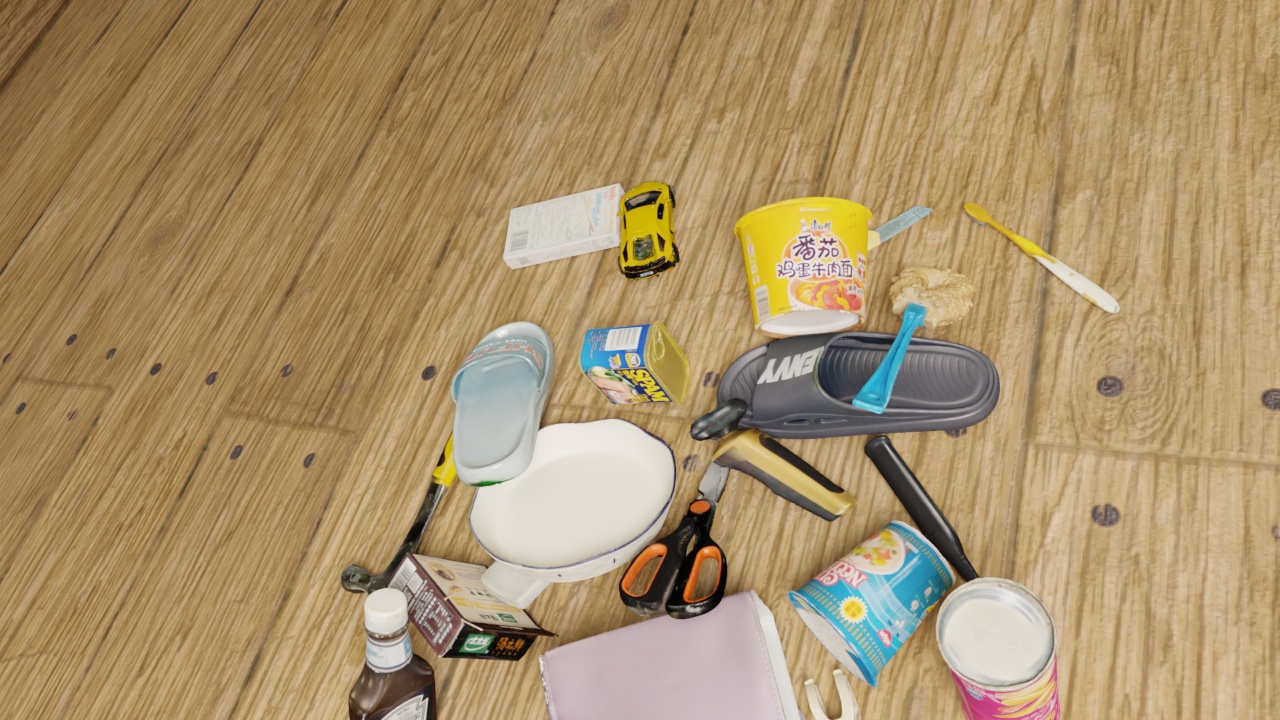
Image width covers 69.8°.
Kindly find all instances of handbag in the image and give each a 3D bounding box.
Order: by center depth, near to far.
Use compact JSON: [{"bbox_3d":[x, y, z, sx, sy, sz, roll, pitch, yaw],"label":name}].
[{"bbox_3d":[0.029,0.291,0.762,0.197,0.098,0.144,-20,52,11],"label":"handbag"}]

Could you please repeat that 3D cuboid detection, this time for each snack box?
[{"bbox_3d":[-0.159,0.238,0.870,0.126,0.113,0.053,38,96,38],"label":"snack box"},{"bbox_3d":[-0.096,-0.169,1.161,0.157,0.027,0.084,-9,56,20],"label":"snack box"}]

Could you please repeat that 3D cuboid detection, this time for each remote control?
[{"bbox_3d":[-0.086,0.181,0.902,0.058,0.021,0.149,19,45,37],"label":"remote control"}]

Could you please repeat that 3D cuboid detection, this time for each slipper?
[{"bbox_3d":[0.198,0.010,0.874,0.269,0.083,0.110,-1,58,23],"label":"slipper"},{"bbox_3d":[-0.153,0.032,0.968,0.104,0.074,0.244,-9,37,6],"label":"slipper"}]

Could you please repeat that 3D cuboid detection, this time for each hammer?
[{"bbox_3d":[-0.213,0.120,1.029,0.126,0.032,0.322,9,64,29],"label":"hammer"}]

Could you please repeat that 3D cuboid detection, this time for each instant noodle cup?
[{"bbox_3d":[0.195,0.193,0.756,0.109,0.099,0.099,-39,51,-13],"label":"instant noodle cup"},{"bbox_3d":[0.165,-0.086,0.914,0.138,0.138,0.109,-7,76,21],"label":"instant noodle cup"}]

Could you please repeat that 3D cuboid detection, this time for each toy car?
[{"bbox_3d":[0.007,-0.160,1.098,0.071,0.041,0.155,-12,54,18],"label":"toy car"}]

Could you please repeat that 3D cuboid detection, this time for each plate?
[{"bbox_3d":[-0.063,0.137,0.897,0.205,0.046,0.204,-8,34,5],"label":"plate"}]

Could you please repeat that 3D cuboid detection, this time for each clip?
[{"bbox_3d":[0.161,0.299,0.730,0.035,0.071,0.100,-22,50,11],"label":"clip"}]

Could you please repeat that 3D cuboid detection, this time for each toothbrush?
[{"bbox_3d":[0.258,0.151,0.789,0.026,0.027,0.212,-57,43,32],"label":"toothbrush"},{"bbox_3d":[0.388,-0.102,0.898,0.016,0.018,0.191,-40,54,-1],"label":"toothbrush"}]

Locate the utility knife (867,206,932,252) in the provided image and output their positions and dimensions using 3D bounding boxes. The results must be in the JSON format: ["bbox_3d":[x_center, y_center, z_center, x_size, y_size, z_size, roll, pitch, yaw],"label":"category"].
[{"bbox_3d":[0.216,-0.110,0.981,0.211,0.022,0.031,-34,56,10],"label":"utility knife"}]

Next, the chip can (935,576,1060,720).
[{"bbox_3d":[0.251,0.215,0.633,0.071,0.210,0.071,-12,56,17],"label":"chip can"}]

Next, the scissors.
[{"bbox_3d":[0.066,0.149,0.829,0.142,0.022,0.234,12,38,41],"label":"scissors"}]

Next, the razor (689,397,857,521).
[{"bbox_3d":[0.125,0.094,0.858,0.167,0.062,0.068,33,112,22],"label":"razor"}]

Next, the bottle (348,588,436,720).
[{"bbox_3d":[-0.223,0.291,0.823,0.044,0.195,0.079,24,33,36],"label":"bottle"}]

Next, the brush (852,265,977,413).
[{"bbox_3d":[0.242,-0.022,0.830,0.083,0.046,0.253,19,39,22],"label":"brush"}]

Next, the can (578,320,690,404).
[{"bbox_3d":[-0.006,0.006,0.960,0.083,0.102,0.057,-4,58,26],"label":"can"}]
